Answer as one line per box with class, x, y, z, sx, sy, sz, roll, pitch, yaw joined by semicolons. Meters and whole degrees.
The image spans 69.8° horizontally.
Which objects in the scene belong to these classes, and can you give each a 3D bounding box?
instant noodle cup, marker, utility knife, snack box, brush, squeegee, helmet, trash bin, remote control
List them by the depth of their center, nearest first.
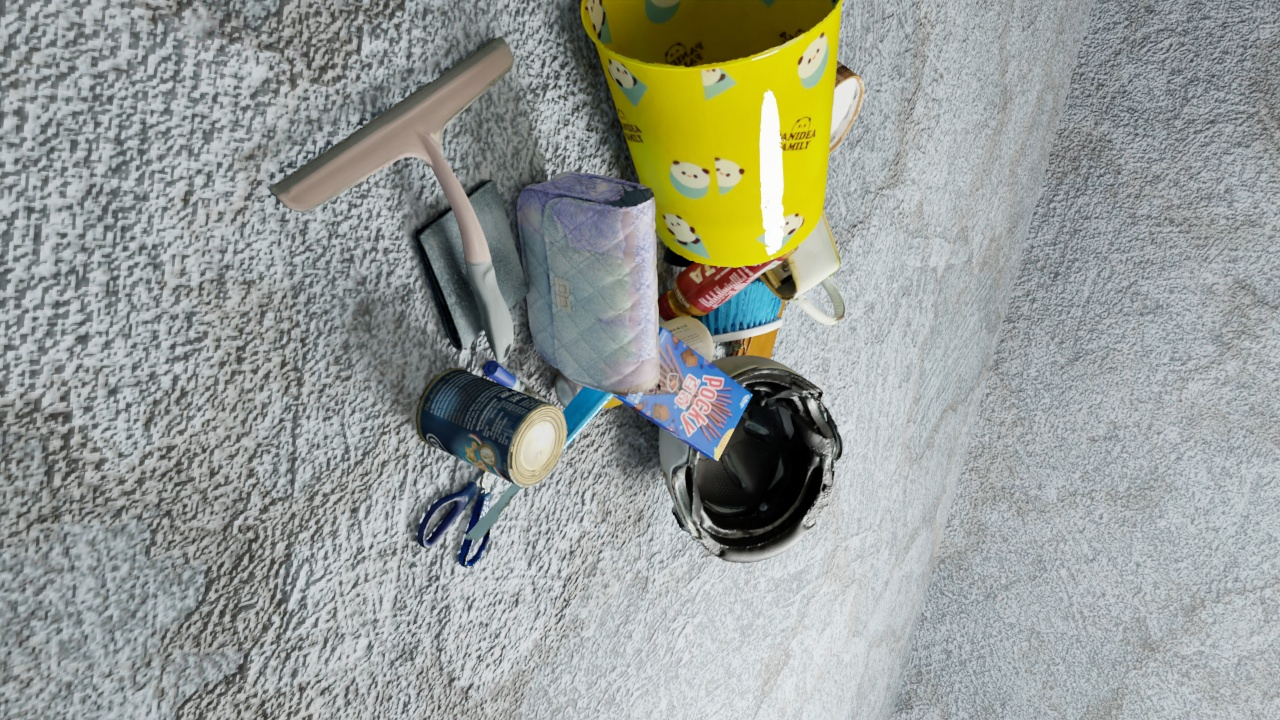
squeegee;-0.139;-0.092;0.740;0.246;0.040;0.250;-50;140;-36
trash bin;0.081;-0.242;0.876;0.229;0.230;0.256;-54;150;-27
utility knife;-0.087;0.082;0.892;0.238;0.034;0.018;-49;140;-13
marker;-0.109;0.036;0.903;0.017;0.017;0.146;-64;148;-13
snack box;0.047;0.036;0.968;0.157;0.026;0.084;35;80;-36
remote control;0.093;-0.129;1.058;0.136;0.024;0.053;-13;155;-17
instant noodle cup;0.184;-0.301;1.063;0.137;0.108;0.138;-39;153;-25
brush;0.077;-0.037;1.119;0.313;0.061;0.109;-14;107;-43
helmet;0.119;0.106;1.147;0.230;0.157;0.274;-29;127;-10

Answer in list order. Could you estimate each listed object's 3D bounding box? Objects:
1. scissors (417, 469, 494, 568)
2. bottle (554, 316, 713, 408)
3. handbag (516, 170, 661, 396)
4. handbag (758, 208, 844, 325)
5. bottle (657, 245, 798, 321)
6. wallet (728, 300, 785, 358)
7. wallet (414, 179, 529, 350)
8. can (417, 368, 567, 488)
scissors;-0.153;0.127;0.886;0.161;0.012;0.164;-33;132;-45
bottle;-0.006;0.006;0.984;0.189;0.068;0.068;-21;124;-35
handbag;-0.044;-0.068;0.838;0.075;0.134;0.194;-39;135;-43
handbag;0.203;-0.121;1.171;0.163;0.063;0.179;-32;101;-54
bottle;0.092;-0.098;1.020;0.057;0.175;0.057;34;37;-31
wallet;0.161;-0.052;1.271;0.119;0.035;0.130;18;88;-62
wallet;-0.143;-0.082;0.790;0.097;0.019;0.121;-48;140;-37
can;-0.127;0.058;0.794;0.075;0.111;0.075;-33;132;-46
